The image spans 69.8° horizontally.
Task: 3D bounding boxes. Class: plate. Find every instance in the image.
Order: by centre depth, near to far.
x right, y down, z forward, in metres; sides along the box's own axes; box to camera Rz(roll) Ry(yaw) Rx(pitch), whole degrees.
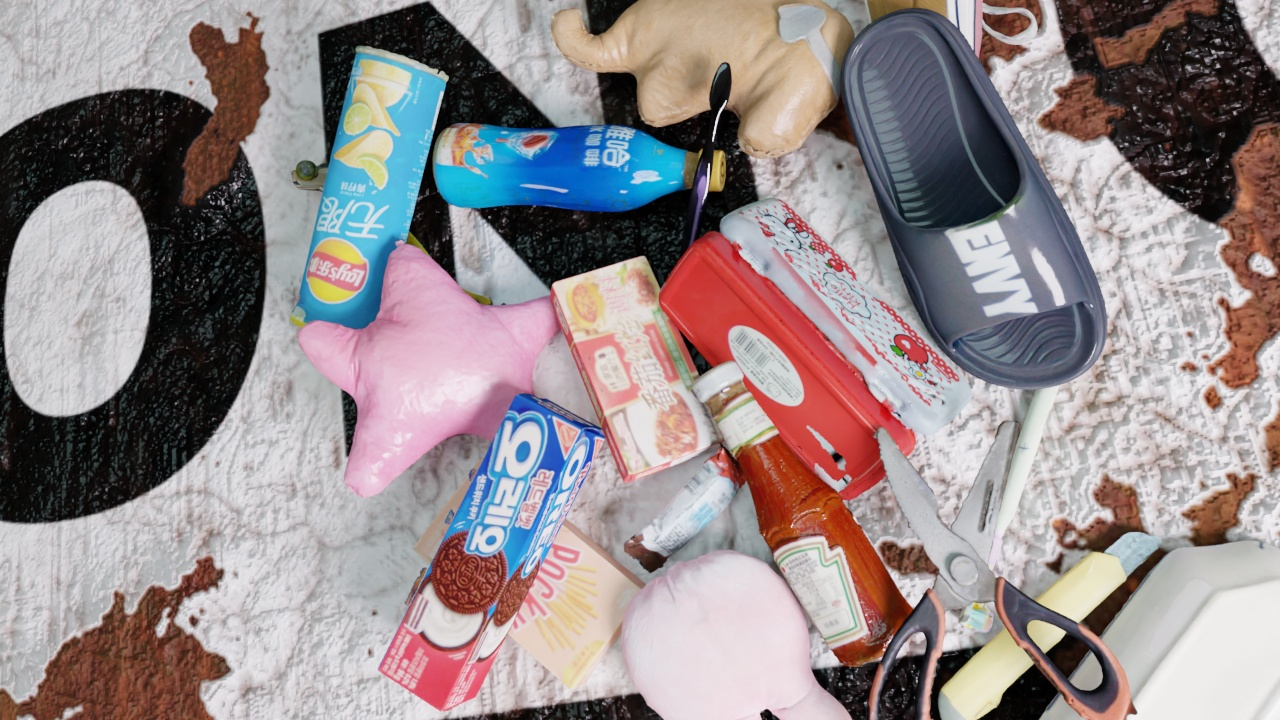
[{"bbox_3d":[0.324,0.226,0.516,0.162,0.034,0.265,40,82,15],"label":"plate"}]

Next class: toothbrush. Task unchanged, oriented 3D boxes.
[{"bbox_3d":[0.244,0.083,0.594,0.020,0.029,0.189,8,74,57],"label":"toothbrush"},{"bbox_3d":[0.041,-0.115,0.653,0.014,0.016,0.189,10,109,-2],"label":"toothbrush"}]

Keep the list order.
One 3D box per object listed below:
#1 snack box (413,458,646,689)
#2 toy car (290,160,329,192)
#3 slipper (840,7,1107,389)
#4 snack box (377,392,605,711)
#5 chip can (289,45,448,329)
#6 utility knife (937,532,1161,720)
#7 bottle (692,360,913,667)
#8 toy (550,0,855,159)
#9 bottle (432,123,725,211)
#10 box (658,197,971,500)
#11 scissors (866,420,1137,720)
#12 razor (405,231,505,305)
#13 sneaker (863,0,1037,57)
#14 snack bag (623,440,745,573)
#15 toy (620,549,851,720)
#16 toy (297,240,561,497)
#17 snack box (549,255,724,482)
[{"bbox_3d":[-0.078,0.148,0.653,0.157,0.026,0.084,36,88,19],"label":"snack box"},{"bbox_3d":[-0.241,-0.148,0.753,0.090,0.042,0.035,2,97,8],"label":"toy car"},{"bbox_3d":[0.198,-0.100,0.584,0.111,0.083,0.268,-26,86,30],"label":"slipper"},{"bbox_3d":[-0.098,0.125,0.616,0.058,0.057,0.207,26,87,18],"label":"snack box"},{"bbox_3d":[-0.206,-0.123,0.695,0.071,0.071,0.210,18,98,17],"label":"chip can"},{"bbox_3d":[0.252,0.167,0.571,0.179,0.019,0.031,-44,75,7],"label":"utility knife"},{"bbox_3d":[0.100,0.094,0.593,0.060,0.060,0.206,-32,79,5],"label":"bottle"},{"bbox_3d":[0.046,-0.235,0.684,0.226,0.082,0.143,23,71,20],"label":"toy"},{"bbox_3d":[-0.046,-0.145,0.693,0.219,0.065,0.065,5,78,14],"label":"bottle"},{"bbox_3d":[0.118,-0.012,0.634,0.201,0.100,0.095,49,135,14],"label":"box"},{"bbox_3d":[0.189,0.143,0.534,0.189,0.015,0.225,-39,73,3],"label":"scissors"},{"bbox_3d":[-0.162,-0.069,0.726,0.043,0.028,0.132,-47,69,3],"label":"razor"},{"bbox_3d":[0.209,-0.266,0.649,0.118,0.087,0.241,1,98,37],"label":"sneaker"},{"bbox_3d":[0.034,0.102,0.629,0.105,0.045,0.026,-45,45,-1],"label":"snack bag"},{"bbox_3d":[0.061,0.203,0.592,0.121,0.054,0.159,-35,77,5],"label":"toy"},{"bbox_3d":[-0.139,-0.006,0.661,0.194,0.075,0.178,-14,84,-24],"label":"toy"},{"bbox_3d":[-0.004,0.004,0.656,0.075,0.025,0.152,-18,72,-15],"label":"snack box"}]
